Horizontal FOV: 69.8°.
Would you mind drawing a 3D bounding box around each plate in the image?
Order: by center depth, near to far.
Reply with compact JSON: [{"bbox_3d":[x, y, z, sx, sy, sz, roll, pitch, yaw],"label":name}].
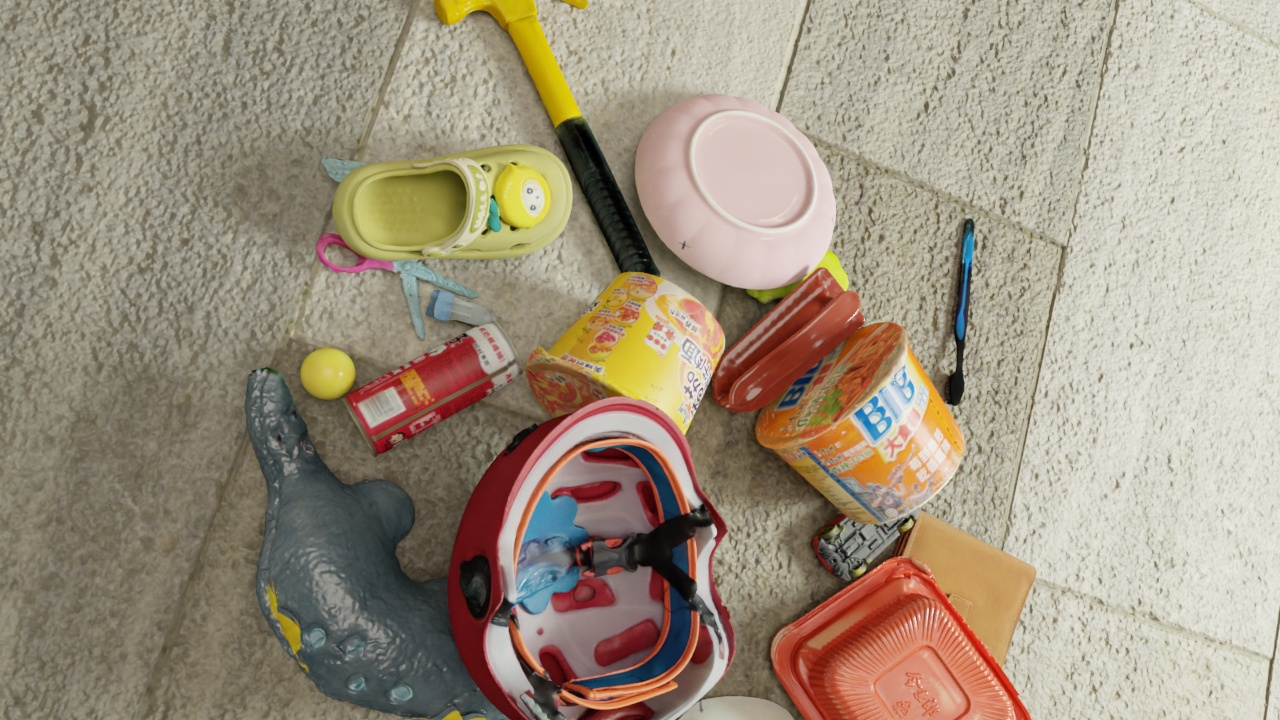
[{"bbox_3d":[0.075,0.413,0.745,0.162,0.034,0.265,11,80,-14],"label":"plate"},{"bbox_3d":[0.091,-0.155,0.794,0.192,0.039,0.192,8,66,-18],"label":"plate"}]

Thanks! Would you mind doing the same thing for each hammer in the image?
[{"bbox_3d":[-0.059,-0.202,0.788,0.128,0.033,0.300,-25,90,-16],"label":"hammer"}]

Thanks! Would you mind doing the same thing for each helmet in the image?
[{"bbox_3d":[-0.050,0.145,0.651,0.206,0.144,0.240,-11,96,-43],"label":"helmet"}]

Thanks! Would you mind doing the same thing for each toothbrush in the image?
[{"bbox_3d":[0.308,-0.048,0.882,0.014,0.016,0.189,10,78,-5],"label":"toothbrush"}]

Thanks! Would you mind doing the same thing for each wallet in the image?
[{"bbox_3d":[0.283,0.215,0.832,0.130,0.035,0.119,26,74,-8],"label":"wallet"}]

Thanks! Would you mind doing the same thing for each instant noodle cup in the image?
[{"bbox_3d":[-0.004,0.004,0.728,0.138,0.138,0.109,37,67,-8],"label":"instant noodle cup"},{"bbox_3d":[0.219,0.271,0.755,0.164,0.079,0.188,-33,76,-8],"label":"instant noodle cup"},{"bbox_3d":[0.189,0.057,0.769,0.151,0.151,0.111,-46,104,-16],"label":"instant noodle cup"}]

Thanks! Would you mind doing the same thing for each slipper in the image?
[{"bbox_3d":[-0.139,-0.118,0.715,0.190,0.081,0.092,-9,106,-19],"label":"slipper"}]

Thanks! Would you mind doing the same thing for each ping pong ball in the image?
[{"bbox_3d":[-0.240,0.010,0.706,0.040,0.040,0.040,2,82,-15],"label":"ping pong ball"}]

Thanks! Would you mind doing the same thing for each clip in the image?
[{"bbox_3d":[-0.144,-0.039,0.746,0.058,0.043,0.026,16,82,-29],"label":"clip"}]

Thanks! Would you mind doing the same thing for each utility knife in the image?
[{"bbox_3d":[-0.161,-0.143,0.751,0.190,0.020,0.031,6,82,-27],"label":"utility knife"}]

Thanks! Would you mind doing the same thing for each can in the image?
[{"bbox_3d":[-0.161,0.020,0.719,0.132,0.053,0.053,-30,91,-17],"label":"can"}]

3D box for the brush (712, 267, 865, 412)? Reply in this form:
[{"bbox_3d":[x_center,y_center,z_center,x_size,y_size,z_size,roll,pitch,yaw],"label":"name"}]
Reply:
[{"bbox_3d":[0.121,-0.011,0.780,0.146,0.069,0.063,-41,101,-3],"label":"brush"}]

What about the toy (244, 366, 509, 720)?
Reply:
[{"bbox_3d":[-0.198,0.169,0.673,0.137,0.092,0.356,-41,97,-28],"label":"toy"}]

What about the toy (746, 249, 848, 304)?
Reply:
[{"bbox_3d":[0.142,-0.078,0.828,0.100,0.031,0.096,-9,87,-14],"label":"toy"}]

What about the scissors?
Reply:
[{"bbox_3d":[-0.191,-0.086,0.746,0.133,0.017,0.130,22,75,-16],"label":"scissors"}]

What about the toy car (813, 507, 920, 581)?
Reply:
[{"bbox_3d":[0.202,0.147,0.815,0.106,0.031,0.049,-38,95,-13],"label":"toy car"}]
